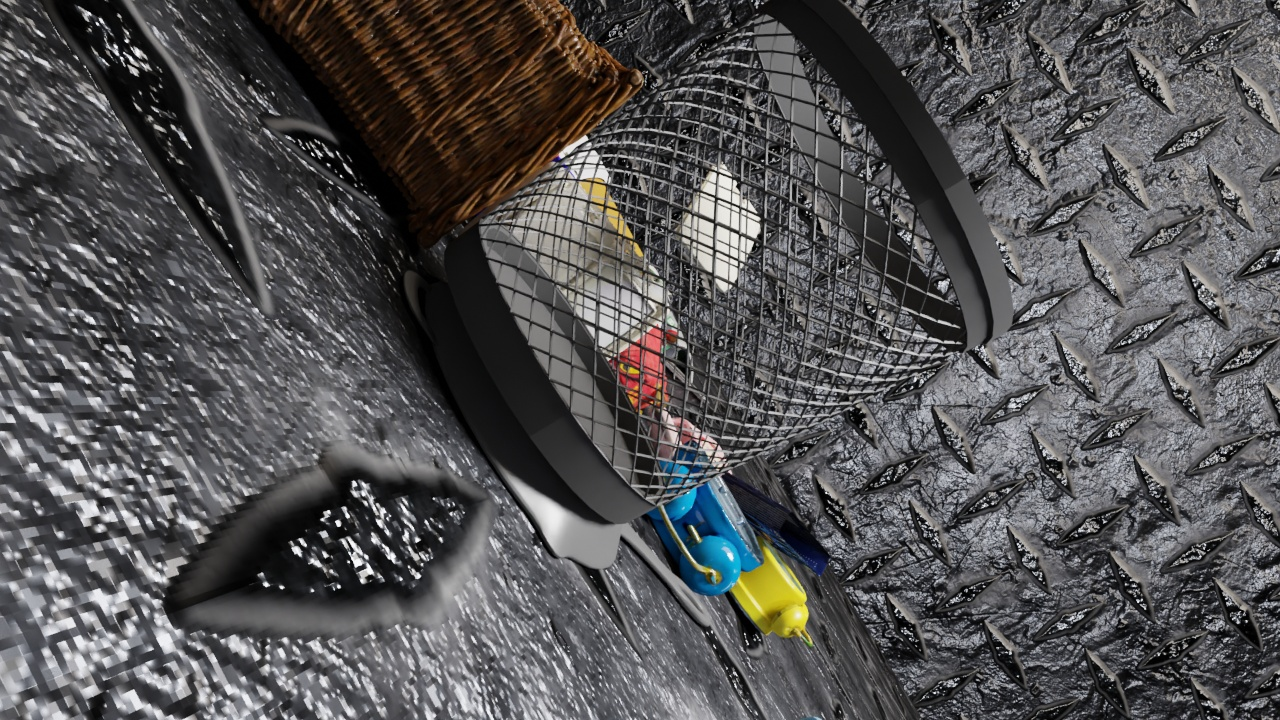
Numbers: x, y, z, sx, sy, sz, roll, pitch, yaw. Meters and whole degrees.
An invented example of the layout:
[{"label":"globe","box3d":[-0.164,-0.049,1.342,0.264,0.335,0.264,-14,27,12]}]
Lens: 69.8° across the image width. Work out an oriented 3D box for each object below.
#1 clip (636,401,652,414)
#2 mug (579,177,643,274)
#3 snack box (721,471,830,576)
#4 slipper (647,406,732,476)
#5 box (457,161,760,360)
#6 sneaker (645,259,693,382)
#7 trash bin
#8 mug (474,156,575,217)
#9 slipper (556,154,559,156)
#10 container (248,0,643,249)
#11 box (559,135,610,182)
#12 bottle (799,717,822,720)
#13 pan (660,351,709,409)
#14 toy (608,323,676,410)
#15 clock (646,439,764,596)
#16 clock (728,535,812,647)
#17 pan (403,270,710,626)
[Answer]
[{"label":"clip","box3d":[-0.003,0.033,0.944,0.054,0.044,0.049,-46,130,-82]},{"label":"mug","box3d":[-0.047,-0.106,0.863,0.123,0.101,0.094,-22,80,-46]},{"label":"snack box","box3d":[0.128,0.160,0.890,0.082,0.027,0.150,27,-13,36]},{"label":"slipper","box3d":[0.068,0.125,0.940,0.221,0.056,0.106,54,10,-44]},{"label":"box","box3d":[-0.015,-0.076,0.634,0.143,0.187,0.070,46,13,-33]},{"label":"sneaker","box3d":[0.010,-0.047,1.187,0.235,0.084,0.079,58,6,-38]},{"label":"trash bin","box3d":[0.040,-0.048,0.512,0.218,0.227,0.217,57,7,-11]},{"label":"mug","box3d":[-0.089,-0.124,0.756,0.111,0.083,0.079,53,9,-40]},{"label":"slipper","box3d":[-0.116,-0.227,0.841,0.249,0.059,0.103,54,41,-44]},{"label":"container","box3d":[-0.125,-0.213,0.594,0.183,0.162,0.249,52,8,-22]},{"label":"box","box3d":[-0.119,-0.218,1.095,0.121,0.136,0.109,-14,-66,52]},{"label":"bottle","box3d":[0.150,0.328,0.675,0.130,0.040,0.040,59,7,0]},{"label":"pan","box3d":[-0.054,-0.079,0.977,0.357,0.055,0.187,46,3,-2]},{"label":"toy","box3d":[-0.005,0.005,0.806,0.094,0.088,0.132,59,27,6]},{"label":"clock","box3d":[0.046,0.127,0.739,0.116,0.060,0.161,61,8,9]},{"label":"clock","box3d":[0.121,0.222,0.866,0.118,0.057,0.083,54,4,16]},{"label":"pan","box3d":[-0.029,0.072,0.575,0.354,0.024,0.216,54,8,-36]}]
